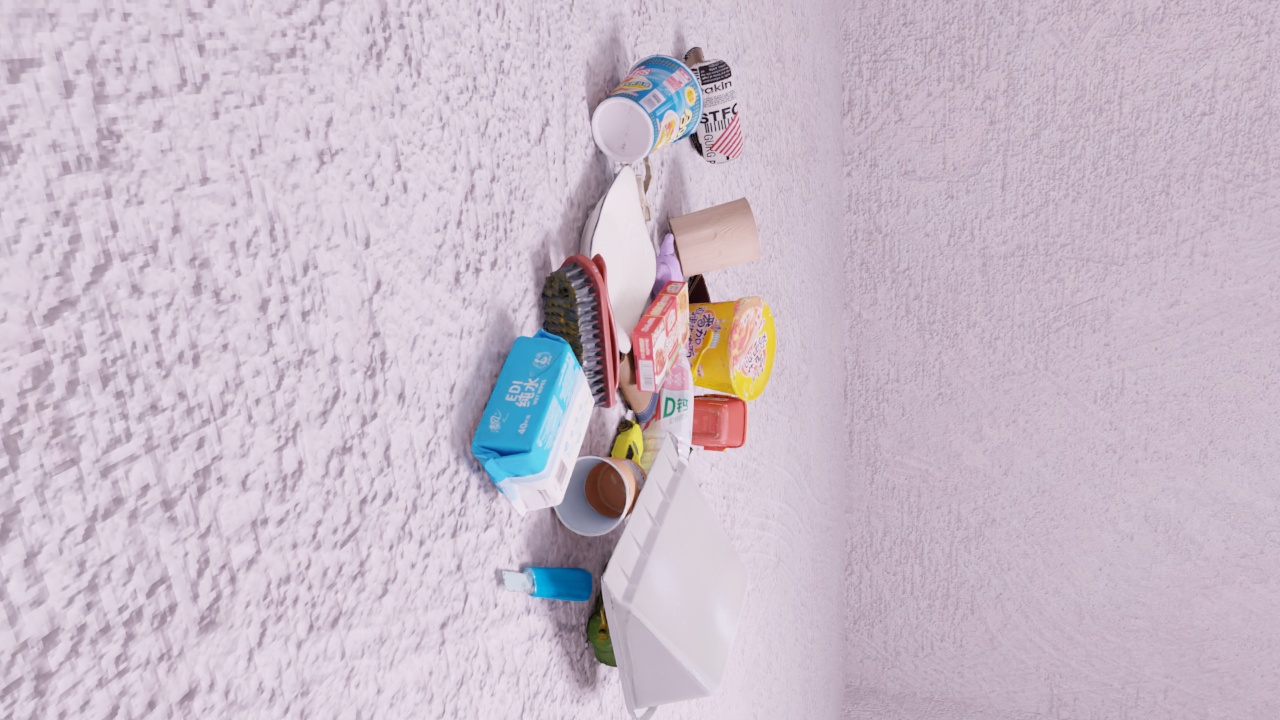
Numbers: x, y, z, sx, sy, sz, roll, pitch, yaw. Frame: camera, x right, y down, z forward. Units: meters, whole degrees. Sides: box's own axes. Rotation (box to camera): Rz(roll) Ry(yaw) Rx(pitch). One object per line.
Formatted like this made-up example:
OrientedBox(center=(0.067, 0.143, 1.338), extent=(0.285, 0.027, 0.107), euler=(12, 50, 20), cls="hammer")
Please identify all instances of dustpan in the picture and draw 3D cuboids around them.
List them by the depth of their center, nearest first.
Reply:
OrientedBox(center=(0.012, 0.254, 0.980), extent=(0.258, 0.143, 0.222), euler=(55, 35, -20), cls="dustpan")

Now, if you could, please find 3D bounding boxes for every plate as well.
OrientedBox(center=(-0.029, -0.108, 0.980), extent=(0.164, 0.034, 0.163), euler=(73, 27, -44), cls="plate")

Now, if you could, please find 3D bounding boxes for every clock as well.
OrientedBox(center=(-0.015, 0.287, 1.032), extent=(0.161, 0.056, 0.115), euler=(70, 29, -48), cls="clock")

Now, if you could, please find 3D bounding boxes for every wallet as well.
OrientedBox(center=(-0.006, 0.006, 1.064), extent=(0.115, 0.033, 0.090), euler=(67, 29, -49), cls="wallet")
OrientedBox(center=(0.075, -0.059, 1.309), extent=(0.122, 0.020, 0.096), euler=(-61, 142, -50), cls="wallet")

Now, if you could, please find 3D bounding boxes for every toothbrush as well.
OrientedBox(center=(0.067, 0.027, 1.182), extent=(0.192, 0.018, 0.016), euler=(110, -26, -45), cls="toothbrush")

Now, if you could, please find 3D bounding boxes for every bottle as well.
OrientedBox(center=(0.033, 0.062, 1.132), extent=(0.068, 0.068, 0.196), euler=(55, 38, -60), cls="bottle")

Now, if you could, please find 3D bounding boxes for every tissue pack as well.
OrientedBox(center=(-0.091, 0.051, 0.776), extent=(0.090, 0.063, 0.139), euler=(70, 30, -51), cls="tissue pack")

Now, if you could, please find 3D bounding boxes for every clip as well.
OrientedBox(center=(-0.008, -0.178, 1.038), extent=(0.082, 0.035, 0.105), euler=(-68, 161, -51), cls="clip")

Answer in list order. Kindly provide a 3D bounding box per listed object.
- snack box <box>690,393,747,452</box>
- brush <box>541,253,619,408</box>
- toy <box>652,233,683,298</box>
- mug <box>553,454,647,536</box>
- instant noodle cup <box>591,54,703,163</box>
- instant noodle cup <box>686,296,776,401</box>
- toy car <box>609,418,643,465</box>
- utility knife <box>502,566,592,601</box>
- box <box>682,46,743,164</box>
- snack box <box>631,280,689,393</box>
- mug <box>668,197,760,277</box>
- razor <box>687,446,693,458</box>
OrientedBox(center=(0.097, 0.088, 1.282), extent=(0.080, 0.091, 0.082), euler=(2, 89, -64), cls="snack box")
OrientedBox(center=(-0.052, -0.029, 0.873), extent=(0.069, 0.063, 0.146), euler=(-22, 114, -48), cls="brush")
OrientedBox(center=(0.036, -0.096, 1.159), extent=(0.108, 0.039, 0.083), euler=(69, 30, -46), cls="toy")
OrientedBox(center=(-0.033, 0.132, 0.941), extent=(0.122, 0.078, 0.078), euler=(7, 85, -75), cls="mug")
OrientedBox(center=(0.004, -0.262, 0.977), extent=(0.109, 0.099, 0.099), euler=(-51, 139, -49), cls="instant noodle cup")
OrientedBox(center=(0.104, -0.020, 1.224), extent=(0.137, 0.110, 0.138), euler=(-15, 108, -56), cls="instant noodle cup")
OrientedBox(center=(-0.015, 0.114, 1.050), extent=(0.105, 0.032, 0.048), euler=(-71, 154, -43), cls="toy car")
OrientedBox(center=(-0.087, 0.211, 0.874), extent=(0.191, 0.018, 0.034), euler=(38, 44, -66), cls="utility knife")
OrientedBox(center=(0.091, -0.352, 1.262), extent=(0.163, 0.076, 0.087), euler=(68, 5, -49), cls="box")
OrientedBox(center=(0.026, -0.030, 1.062), extent=(0.152, 0.025, 0.075), euler=(-57, 148, -58), cls="snack box")
OrientedBox(center=(0.098, -0.152, 1.210), extent=(0.125, 0.103, 0.084), euler=(74, 2, -71), cls="mug")
OrientedBox(center=(0.035, 0.139, 1.200), extent=(0.043, 0.028, 0.132), euler=(-60, 169, 15), cls="razor")
